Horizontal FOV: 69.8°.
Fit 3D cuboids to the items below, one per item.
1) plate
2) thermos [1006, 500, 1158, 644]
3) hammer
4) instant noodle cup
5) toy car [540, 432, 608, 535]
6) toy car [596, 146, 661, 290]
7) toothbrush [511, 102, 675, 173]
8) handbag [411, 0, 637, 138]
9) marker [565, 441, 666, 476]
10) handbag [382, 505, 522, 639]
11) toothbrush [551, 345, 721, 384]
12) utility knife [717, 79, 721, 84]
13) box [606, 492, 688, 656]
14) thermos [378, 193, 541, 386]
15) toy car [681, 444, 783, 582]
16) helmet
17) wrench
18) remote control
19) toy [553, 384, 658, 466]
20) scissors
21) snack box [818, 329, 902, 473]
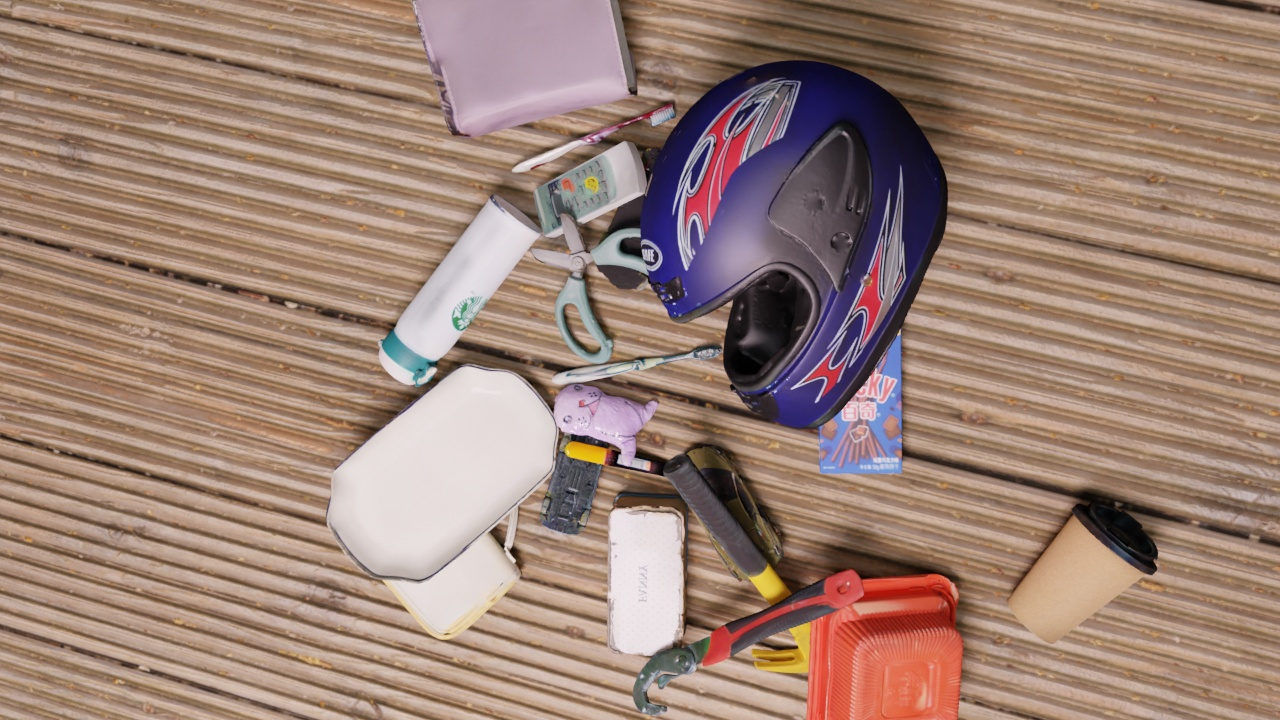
[{"bbox_3d":[-0.213,0.122,1.004,0.265,0.034,0.162,-41,86,-8],"label":"plate"},{"bbox_3d":[0.442,0.214,0.924,0.093,0.093,0.143,36,109,3],"label":"thermos"},{"bbox_3d":[0.119,0.216,0.958,0.129,0.032,0.301,-34,109,10],"label":"hammer"},{"bbox_3d":[0.258,0.317,0.942,0.164,0.079,0.189,-2,99,-12],"label":"instant noodle cup"},{"bbox_3d":[-0.073,0.133,1.018,0.054,0.037,0.120,16,89,2],"label":"toy car"},{"bbox_3d":[0.004,-0.149,0.967,0.071,0.041,0.156,26,107,6],"label":"toy car"},{"bbox_3d":[-0.051,-0.233,0.980,0.188,0.016,0.017,-19,103,10],"label":"toothbrush"},{"bbox_3d":[-0.112,-0.318,0.937,0.197,0.098,0.145,-11,93,9],"label":"handbag"},{"bbox_3d":[-0.022,0.108,0.999,0.123,0.015,0.018,14,75,-13],"label":"marker"},{"bbox_3d":[-0.205,0.201,1.042,0.178,0.063,0.163,-40,90,-4],"label":"handbag"},{"bbox_3d":[-0.006,0.006,1.000,0.192,0.018,0.016,-10,95,10],"label":"toothbrush"},{"bbox_3d":[0.078,-0.191,0.964,0.033,0.015,0.203,6,98,5],"label":"utility knife"},{"bbox_3d":[0.007,0.228,1.005,0.090,0.061,0.184,4,96,7],"label":"box"},{"bbox_3d":[-0.199,-0.070,0.996,0.073,0.073,0.224,40,101,2],"label":"thermos"},{"bbox_3d":[0.094,0.165,0.994,0.070,0.042,0.158,-33,88,11],"label":"toy car"},{"bbox_3d":[0.117,-0.118,0.845,0.240,0.247,0.315,23,92,-13],"label":"helmet"},{"bbox_3d":[0.105,0.285,0.941,0.274,0.016,0.056,-33,55,14],"label":"wrench"},{"bbox_3d":[-0.054,-0.177,0.955,0.135,0.019,0.056,-19,82,34],"label":"remote control"},{"bbox_3d":[-0.044,0.063,0.996,0.108,0.039,0.083,20,60,5],"label":"toy"},{"bbox_3d":[-0.027,-0.080,0.966,0.178,0.019,0.170,-8,110,20],"label":"scissors"},{"bbox_3d":[0.229,0.041,0.963,0.084,0.026,0.157,-1,97,10],"label":"snack box"}]
